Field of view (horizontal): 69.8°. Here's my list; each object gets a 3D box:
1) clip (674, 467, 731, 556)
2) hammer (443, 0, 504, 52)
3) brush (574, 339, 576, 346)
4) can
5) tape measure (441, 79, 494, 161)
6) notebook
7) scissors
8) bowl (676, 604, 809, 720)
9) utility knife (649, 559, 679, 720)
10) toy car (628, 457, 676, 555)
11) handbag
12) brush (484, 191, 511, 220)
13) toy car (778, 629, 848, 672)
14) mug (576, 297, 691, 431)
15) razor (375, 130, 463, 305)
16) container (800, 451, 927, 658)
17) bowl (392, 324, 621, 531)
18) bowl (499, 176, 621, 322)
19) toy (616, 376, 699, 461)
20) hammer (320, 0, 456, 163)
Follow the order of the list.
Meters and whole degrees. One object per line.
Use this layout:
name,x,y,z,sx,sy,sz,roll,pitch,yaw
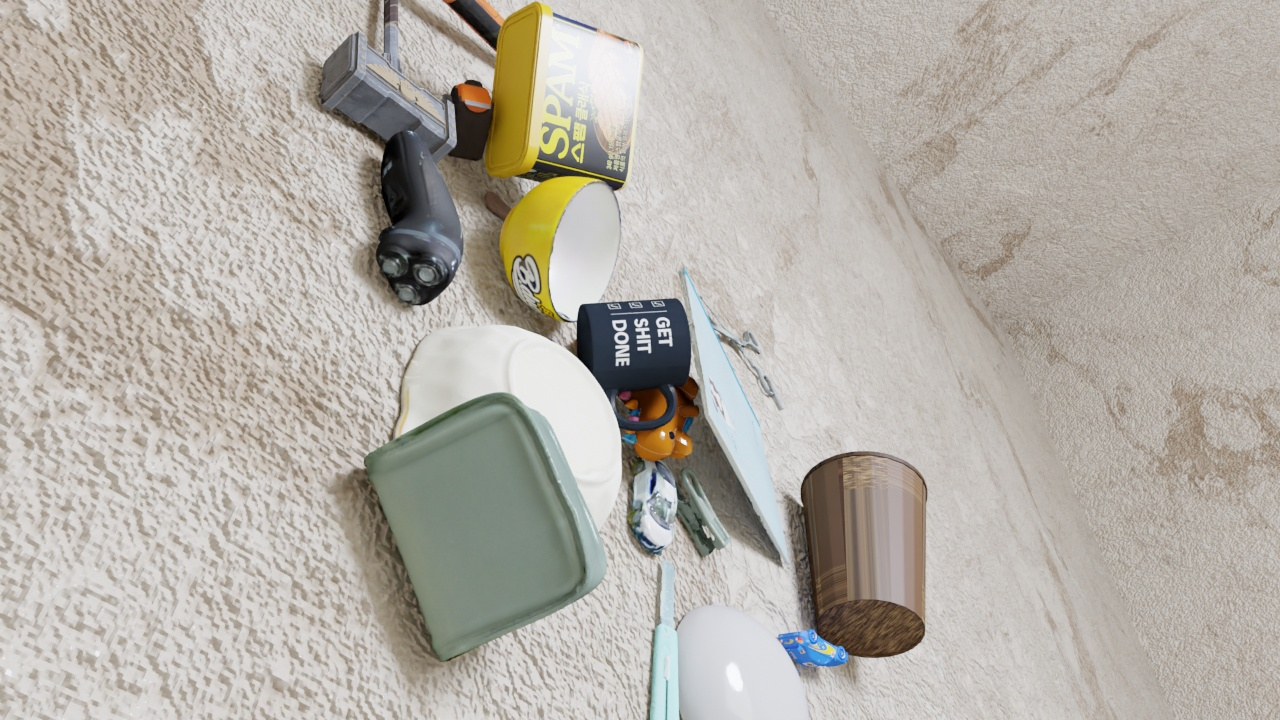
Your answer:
clip,0.047,0.129,0.783,0.076,0.042,0.023,59,24,2
hammer,-0.160,-0.326,0.849,0.314,0.035,0.137,31,32,-59
brush,-0.011,-0.022,0.840,0.172,0.041,0.030,-29,105,-66
can,-0.063,-0.214,0.773,0.104,0.075,0.135,6,89,-36
tape measure,-0.147,-0.204,0.765,0.038,0.058,0.058,6,46,-21
notebook,0.091,0.057,0.867,0.253,0.009,0.180,59,17,-44
scissors,0.121,-0.008,1.076,0.141,0.014,0.158,-4,66,-64
bowl,0.087,0.251,0.695,0.149,0.043,0.149,38,33,-31
utility knife,0.017,0.211,0.659,0.022,0.015,0.165,16,37,-10
toy car,0.013,0.114,0.738,0.038,0.027,0.089,44,29,-30
handbag,-0.085,0.088,0.508,0.067,0.106,0.121,49,15,-78
brush,-0.085,-0.108,0.820,0.135,0.015,0.049,39,31,-35
toy car,0.145,0.272,0.804,0.092,0.033,0.061,35,49,-30
mug,-0.004,0.004,0.723,0.077,0.071,0.105,-4,73,-13
razor,-0.163,-0.105,0.643,0.063,0.053,0.140,13,48,-46
container,0.227,0.197,0.922,0.132,0.132,0.166,44,35,-27
bowl,-0.070,0.046,0.630,0.188,0.060,0.218,62,26,7
bowl,-0.071,-0.095,0.747,0.117,0.068,0.117,-48,147,-46
toy,-0.002,0.042,0.756,0.103,0.071,0.090,22,30,-2
hammer,-0.212,-0.295,0.778,0.098,0.044,0.321,33,33,-42
